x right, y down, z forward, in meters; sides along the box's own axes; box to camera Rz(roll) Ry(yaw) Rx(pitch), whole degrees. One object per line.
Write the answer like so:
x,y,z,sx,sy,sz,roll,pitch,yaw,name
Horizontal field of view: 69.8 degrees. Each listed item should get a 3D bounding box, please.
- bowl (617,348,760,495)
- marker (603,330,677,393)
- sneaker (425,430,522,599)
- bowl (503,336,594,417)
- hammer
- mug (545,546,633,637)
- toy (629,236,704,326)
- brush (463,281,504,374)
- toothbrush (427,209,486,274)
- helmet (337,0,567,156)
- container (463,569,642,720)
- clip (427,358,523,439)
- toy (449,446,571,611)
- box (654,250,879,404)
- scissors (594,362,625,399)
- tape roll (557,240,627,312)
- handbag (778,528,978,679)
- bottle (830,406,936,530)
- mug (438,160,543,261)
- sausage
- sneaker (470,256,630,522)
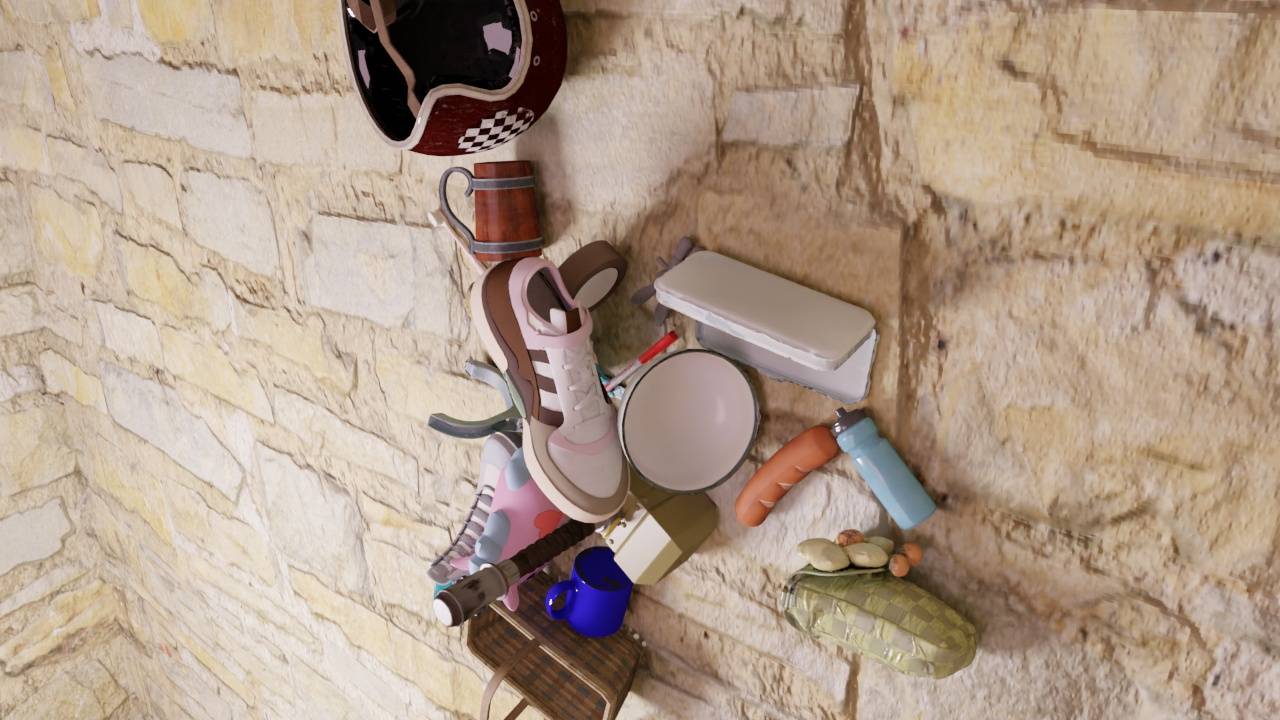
0.042,0.058,0.968,0.073,0.153,0.153,-153,51,-67,bowl
-0.006,0.006,1.061,0.143,0.012,0.013,-38,80,39,marker
-0.223,0.223,1.245,0.093,0.160,0.257,24,123,32,sneaker
-0.100,-0.005,1.065,0.077,0.150,0.151,-10,102,13,bowl
-0.087,0.194,0.997,0.190,0.323,0.101,47,132,17,hammer
-0.067,0.298,1.172,0.079,0.111,0.084,53,138,47,mug
0.030,-0.085,0.988,0.049,0.030,0.112,40,125,4,toy
-0.160,-0.016,1.161,0.195,0.059,0.043,53,144,3,brush
-0.221,-0.132,1.200,0.181,0.018,0.016,49,134,14,toothbrush
-0.204,-0.333,0.939,0.233,0.252,0.234,59,149,14,helmet
-0.140,0.407,1.207,0.250,0.185,0.158,31,132,23,container
-0.200,0.045,1.210,0.164,0.168,0.031,-111,34,-46,clip
-0.152,0.195,1.159,0.120,0.170,0.223,27,133,31,toy
0.116,-0.025,0.885,0.211,0.105,0.130,21,123,35,box
-0.030,0.036,1.105,0.136,0.015,0.055,21,111,28,scissors
-0.060,-0.089,1.021,0.030,0.093,0.094,47,131,17,tape roll
0.235,0.227,0.888,0.187,0.113,0.117,19,105,32,handbag
0.229,0.099,0.879,0.130,0.040,0.040,55,133,10,bottle
-0.177,-0.178,1.087,0.117,0.081,0.111,-1,105,5,mug
0.149,0.120,0.958,0.044,0.039,0.165,46,131,10,sausage
-0.069,0.025,0.943,0.117,0.111,0.294,-18,93,57,sneaker
